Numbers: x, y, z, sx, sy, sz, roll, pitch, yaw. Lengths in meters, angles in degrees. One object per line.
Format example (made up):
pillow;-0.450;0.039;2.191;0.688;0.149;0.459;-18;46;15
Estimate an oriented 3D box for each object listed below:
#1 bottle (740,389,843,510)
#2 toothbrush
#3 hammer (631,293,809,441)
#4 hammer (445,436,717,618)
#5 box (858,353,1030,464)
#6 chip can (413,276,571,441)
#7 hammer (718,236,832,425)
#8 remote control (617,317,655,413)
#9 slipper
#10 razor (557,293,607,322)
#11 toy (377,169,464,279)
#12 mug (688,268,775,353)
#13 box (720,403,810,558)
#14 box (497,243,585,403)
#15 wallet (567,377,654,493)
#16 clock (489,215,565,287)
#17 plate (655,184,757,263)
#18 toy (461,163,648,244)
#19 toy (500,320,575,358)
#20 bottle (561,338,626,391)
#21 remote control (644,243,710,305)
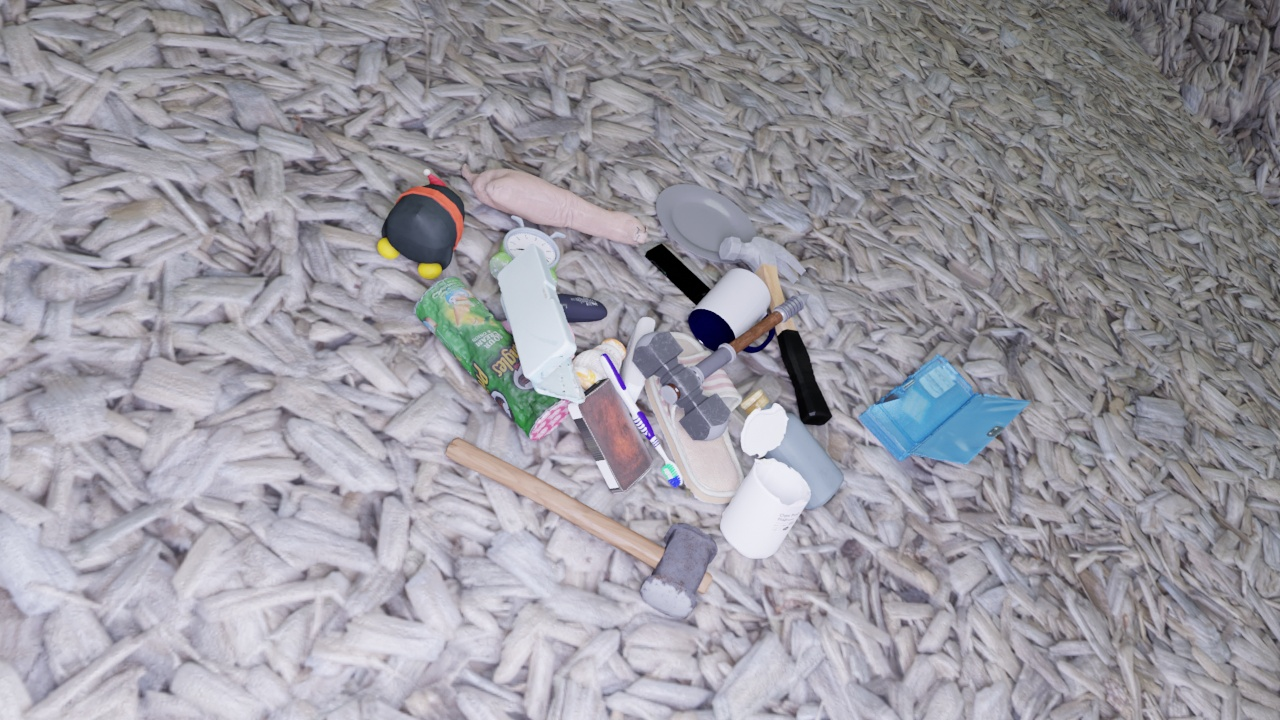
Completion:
bottle;0.190;0.109;1.179;0.161;0.046;0.072;52;46;0
toothbrush;0.000;0.073;1.117;0.016;0.015;0.186;-35;95;-45
hammer;0.137;-0.026;1.211;0.321;0.043;0.156;-33;83;-40
hammer;-0.068;0.171;1.023;0.328;0.052;0.097;29;44;3
box;0.446;0.083;1.353;0.173;0.066;0.231;32;40;32
chip can;-0.177;-0.007;1.100;0.223;0.076;0.075;44;46;14
hammer;0.214;-0.050;1.358;0.131;0.039;0.327;7;52;-27
remote control;-0.007;0.007;1.184;0.025;0.060;0.138;19;45;-7
slipper;0.076;0.062;1.186;0.115;0.052;0.262;3;51;-24
razor;-0.107;-0.072;1.213;0.142;0.052;0.047;3;41;-31
toy;-0.271;-0.181;1.185;0.097;0.100;0.118;27;46;0
mug;0.138;-0.060;1.294;0.112;0.079;0.096;41;58;2
box;0.145;0.143;1.080;0.084;0.160;0.118;2;40;-33
box;-0.108;-0.035;1.078;0.096;0.086;0.198;41;19;-40
wallet;-0.033;0.088;1.083;0.072;0.019;0.123;-41;109;-45
clock;-0.153;-0.135;1.247;0.094;0.043;0.119;20;45;-9
plate;0.106;-0.218;1.476;0.178;0.012;0.178;14;47;-16
toy;-0.117;-0.227;1.333;0.264;0.065;0.196;9;21;-34
toy;-0.119;-0.025;1.158;0.102;0.050;0.093;-7;37;-36
bottle;-0.056;0.015;1.153;0.063;0.063;0.108;34;43;4
remote control;0.069;-0.116;1.366;0.150;0.013;0.034;45;50;14
